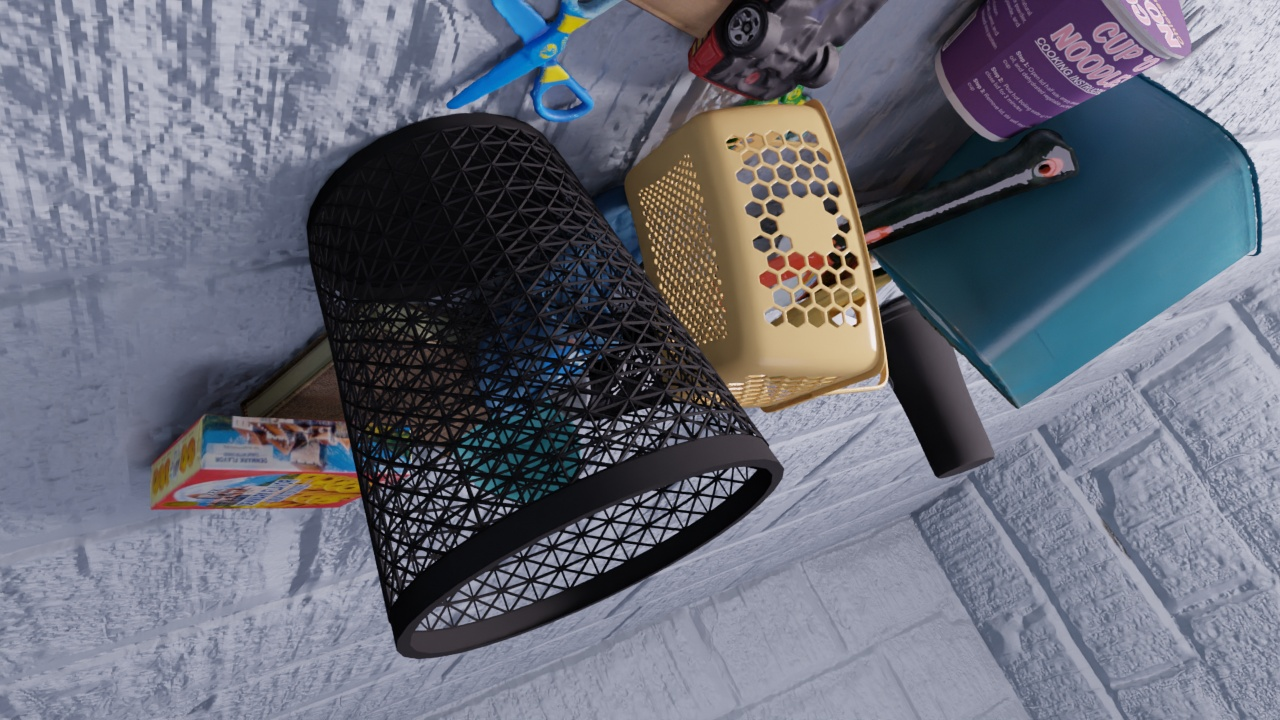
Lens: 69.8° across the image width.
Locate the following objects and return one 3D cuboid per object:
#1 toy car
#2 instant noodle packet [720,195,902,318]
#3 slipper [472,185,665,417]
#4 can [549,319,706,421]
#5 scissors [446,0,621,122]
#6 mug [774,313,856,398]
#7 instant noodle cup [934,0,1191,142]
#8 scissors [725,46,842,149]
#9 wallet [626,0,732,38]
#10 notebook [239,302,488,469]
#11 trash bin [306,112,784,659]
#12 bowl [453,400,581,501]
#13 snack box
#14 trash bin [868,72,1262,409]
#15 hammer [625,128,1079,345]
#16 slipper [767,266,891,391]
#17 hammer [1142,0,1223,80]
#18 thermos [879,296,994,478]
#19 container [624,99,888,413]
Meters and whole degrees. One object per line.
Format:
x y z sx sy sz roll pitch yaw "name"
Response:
0.109 -0.214 0.490 0.190 0.056 0.081 -40 157 33 "toy car"
0.191 -0.099 0.861 0.268 0.057 0.147 -18 159 -35 "instant noodle packet"
-0.051 -0.035 0.673 0.103 0.059 0.214 3 129 -52 "slipper"
-0.005 0.005 0.825 0.145 0.080 0.080 -12 154 -34 "can"
-0.047 -0.166 0.481 0.130 0.013 0.125 -37 157 12 "scissors"
0.203 -0.003 1.054 0.124 0.076 0.090 -37 157 23 "mug"
0.279 -0.218 0.624 0.136 0.122 0.122 -19 169 -43 "instant noodle cup"
0.107 -0.182 0.624 0.130 0.012 0.116 -38 157 29 "scissors"
0.021 -0.210 0.431 0.121 0.027 0.099 2 139 -50 "wallet"
-0.194 0.030 0.727 0.190 0.034 0.215 -36 157 22 "notebook"
-0.073 0.006 0.524 0.216 0.243 0.217 -23 158 -10 "trash bin"
-0.112 0.069 0.859 0.121 0.121 0.046 -35 -163 21 "bowl"
-0.263 0.078 0.669 0.144 0.040 0.143 7 159 -39 "snack box"
0.329 -0.099 0.744 0.219 0.196 0.199 -43 140 12 "trash bin"
0.158 -0.090 0.701 0.334 0.033 0.133 -22 132 23 "hammer"
0.158 -0.007 0.907 0.099 0.078 0.264 -28 172 -43 "slipper"
0.420 -0.305 0.686 0.125 0.029 0.311 -26 158 -2 "hammer"
0.352 0.030 1.121 0.106 0.218 0.106 -16 161 -6 "thermos"
0.093 -0.066 0.603 0.166 0.183 0.129 -3 166 -33 "container"
